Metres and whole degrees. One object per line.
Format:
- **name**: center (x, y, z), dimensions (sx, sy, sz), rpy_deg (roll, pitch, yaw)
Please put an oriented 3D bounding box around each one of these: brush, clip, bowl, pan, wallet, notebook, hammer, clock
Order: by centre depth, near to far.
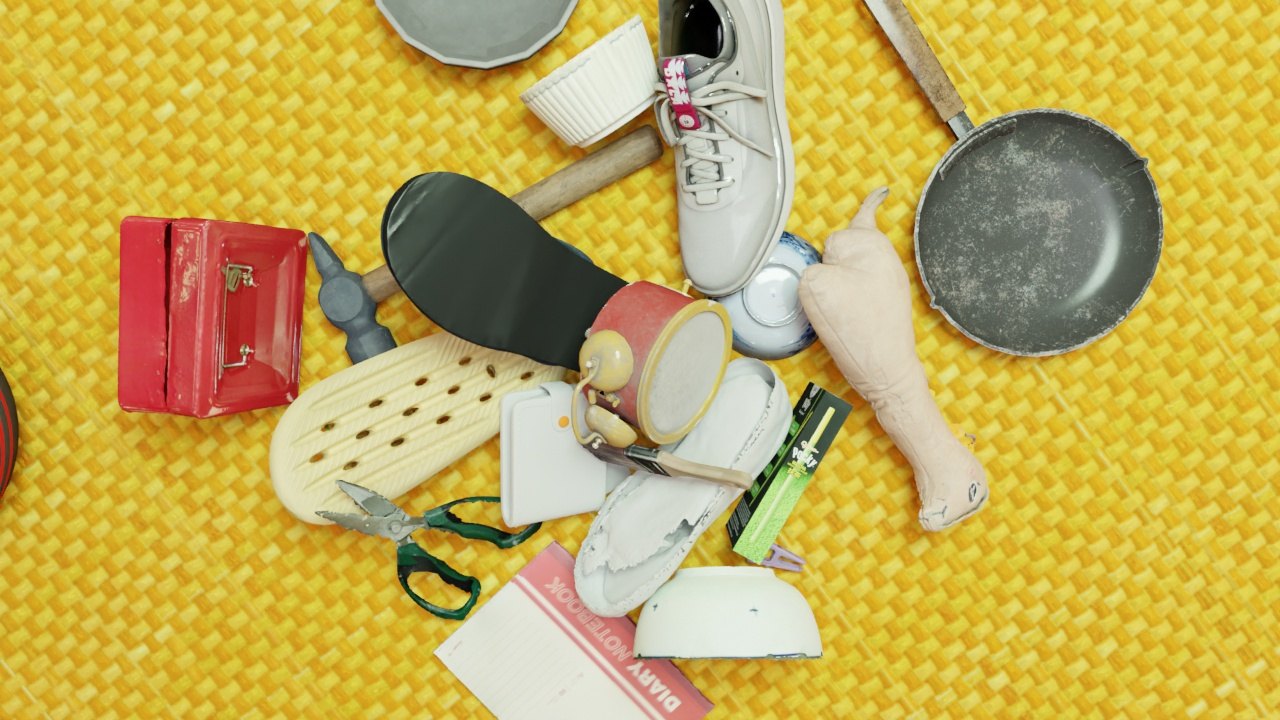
- **clock**: center (-0.004, 0.004, 0.715), dimensions (0.081, 0.158, 0.117), rpy_deg (24, 135, 31)
- **brush**: center (0.019, 0.081, 0.725), dimensions (0.151, 0.039, 0.012), rpy_deg (8, 65, 32)
- **bowl**: center (-0.034, -0.218, 0.738), dimensions (0.115, 0.115, 0.062), rpy_deg (-33, 108, 3)
- **bowl**: center (0.070, 0.209, 0.753), dimensions (0.153, 0.153, 0.072), rpy_deg (0, 72, 1)
- **pan**: center (-0.054, -0.366, 0.758), dimensions (0.357, 0.041, 0.178), rpy_deg (-28, 93, -2)
- **pan**: center (0.284, -0.169, 0.765), dimensions (0.208, 0.040, 0.357), rpy_deg (-34, 92, 4)
- **bowl**: center (0.112, -0.055, 0.774), dimensions (0.114, 0.045, 0.114), rpy_deg (0, 94, 1)
- **wallet**: center (-0.059, 0.075, 0.777), dimensions (0.115, 0.037, 0.118), rpy_deg (-6, 107, -30)
- **hammer**: center (-0.128, -0.116, 0.782), dimensions (0.322, 0.040, 0.129), rpy_deg (-27, 89, 2)
- **clip**: center (0.116, 0.176, 0.809), dimensions (0.052, 0.014, 0.042), rpy_deg (44, 94, 0)
- **notebook**: center (-0.059, 0.284, 0.822), dimensions (0.153, 0.012, 0.209), rpy_deg (-44, 93, 4)

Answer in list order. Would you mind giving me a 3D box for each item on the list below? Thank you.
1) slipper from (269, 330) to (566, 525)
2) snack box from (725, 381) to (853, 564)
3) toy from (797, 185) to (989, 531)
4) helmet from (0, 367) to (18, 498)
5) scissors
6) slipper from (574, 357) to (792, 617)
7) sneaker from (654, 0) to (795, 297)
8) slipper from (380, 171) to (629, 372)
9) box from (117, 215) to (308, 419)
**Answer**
- **slipper**: center (-0.186, 0.037, 0.776), dimensions (0.261, 0.079, 0.111), rpy_deg (-29, 99, -16)
- **snack box**: center (0.122, 0.091, 0.767), dimensions (0.025, 0.080, 0.147), rpy_deg (30, 95, -1)
- **toy**: center (0.227, 0.003, 0.763), dimensions (0.264, 0.065, 0.195), rpy_deg (50, 57, -16)
- **helmet**: center (-0.606, 0.067, 0.743), dimensions (0.170, 0.164, 0.265), rpy_deg (9, 105, -11)
- **scissors**: center (-0.165, 0.132, 0.759), dimensions (0.142, 0.015, 0.210), rpy_deg (-39, 132, -3)
- **slipper**: center (0.036, 0.109, 0.765), dimensions (0.246, 0.112, 0.074), rpy_deg (-51, 122, -5)
- **sneaker**: center (0.054, -0.181, 0.715), dimensions (0.097, 0.128, 0.263), rpy_deg (4, 96, 33)
- **slipper**: center (-0.100, -0.058, 0.730), dimensions (0.265, 0.083, 0.109), rpy_deg (26, 86, -42)
- **box**: center (-0.356, -0.038, 0.746), dimensions (0.112, 0.134, 0.157), rpy_deg (7, 94, 12)
